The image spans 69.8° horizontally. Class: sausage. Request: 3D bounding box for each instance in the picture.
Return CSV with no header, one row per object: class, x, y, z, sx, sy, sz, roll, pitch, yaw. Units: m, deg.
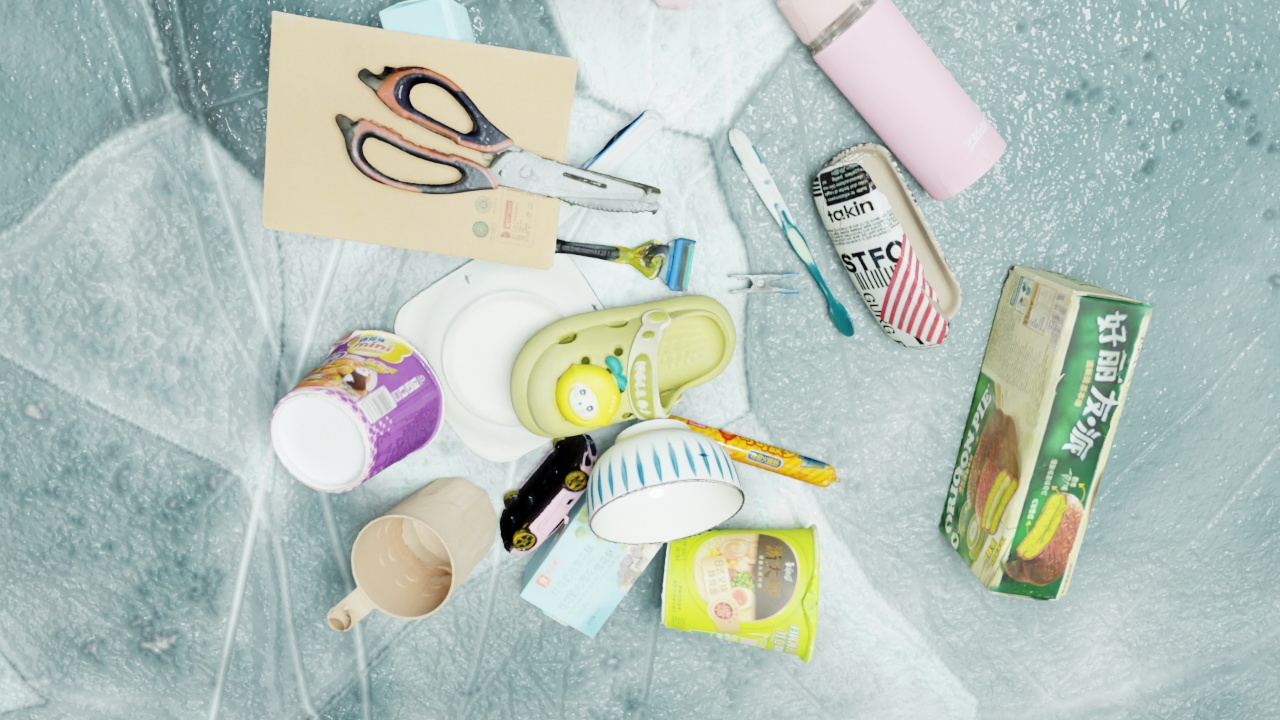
sausage,0.091,0.077,0.770,0.165,0.021,0.021,18,104,-6

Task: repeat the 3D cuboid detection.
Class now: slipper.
slipper,-0.004,0.004,0.699,0.190,0.081,0.092,-18,109,-18

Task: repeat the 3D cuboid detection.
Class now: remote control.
remote control,-0.032,-0.144,0.696,0.125,0.049,0.024,-41,104,10

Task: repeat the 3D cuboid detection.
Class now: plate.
plate,-0.103,-0.004,0.740,0.164,0.034,0.163,-31,104,7

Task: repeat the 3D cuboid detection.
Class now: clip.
clip,0.098,-0.062,0.733,0.058,0.026,0.038,-2,94,8

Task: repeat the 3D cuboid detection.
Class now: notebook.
notebook,-0.155,-0.149,0.637,0.207,0.008,0.148,8,105,-2

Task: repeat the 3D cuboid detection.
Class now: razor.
razor,-0.030,-0.084,0.723,0.142,0.022,0.043,7,99,-7

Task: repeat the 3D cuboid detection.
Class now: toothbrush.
toothbrush,0.121,-0.100,0.728,0.016,0.018,0.191,-31,101,7

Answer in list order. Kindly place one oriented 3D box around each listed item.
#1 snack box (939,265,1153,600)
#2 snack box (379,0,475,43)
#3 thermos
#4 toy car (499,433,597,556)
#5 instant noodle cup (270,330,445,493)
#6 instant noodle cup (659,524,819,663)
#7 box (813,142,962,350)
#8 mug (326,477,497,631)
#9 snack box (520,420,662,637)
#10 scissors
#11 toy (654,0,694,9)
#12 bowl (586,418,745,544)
snack box,0.308,0.054,0.718,0.063,0.114,0.240,8,104,-4
snack box,-0.135,-0.172,0.674,0.051,0.074,0.175,-13,104,3
thermos,0.186,-0.218,0.676,0.198,0.067,0.087,47,68,-10
toy car,-0.074,0.111,0.757,0.037,0.056,0.122,27,113,-35
instant noodle cup,-0.222,0.045,0.707,0.112,0.099,0.112,6,112,14
instant noodle cup,0.081,0.187,0.760,0.123,0.111,0.112,4,105,6
box,0.196,-0.091,0.713,0.087,0.076,0.163,-42,105,-30
mug,-0.183,0.159,0.741,0.125,0.103,0.084,-40,91,16
snack box,-0.025,0.142,0.770,0.074,0.051,0.175,33,102,-10
scissors,-0.090,-0.148,0.624,0.209,0.015,0.185,-21,103,5
toy,0.057,-0.327,0.650,0.160,0.054,0.121,-37,102,17
bowl,0.015,0.086,0.685,0.116,0.066,0.117,-8,149,-5
